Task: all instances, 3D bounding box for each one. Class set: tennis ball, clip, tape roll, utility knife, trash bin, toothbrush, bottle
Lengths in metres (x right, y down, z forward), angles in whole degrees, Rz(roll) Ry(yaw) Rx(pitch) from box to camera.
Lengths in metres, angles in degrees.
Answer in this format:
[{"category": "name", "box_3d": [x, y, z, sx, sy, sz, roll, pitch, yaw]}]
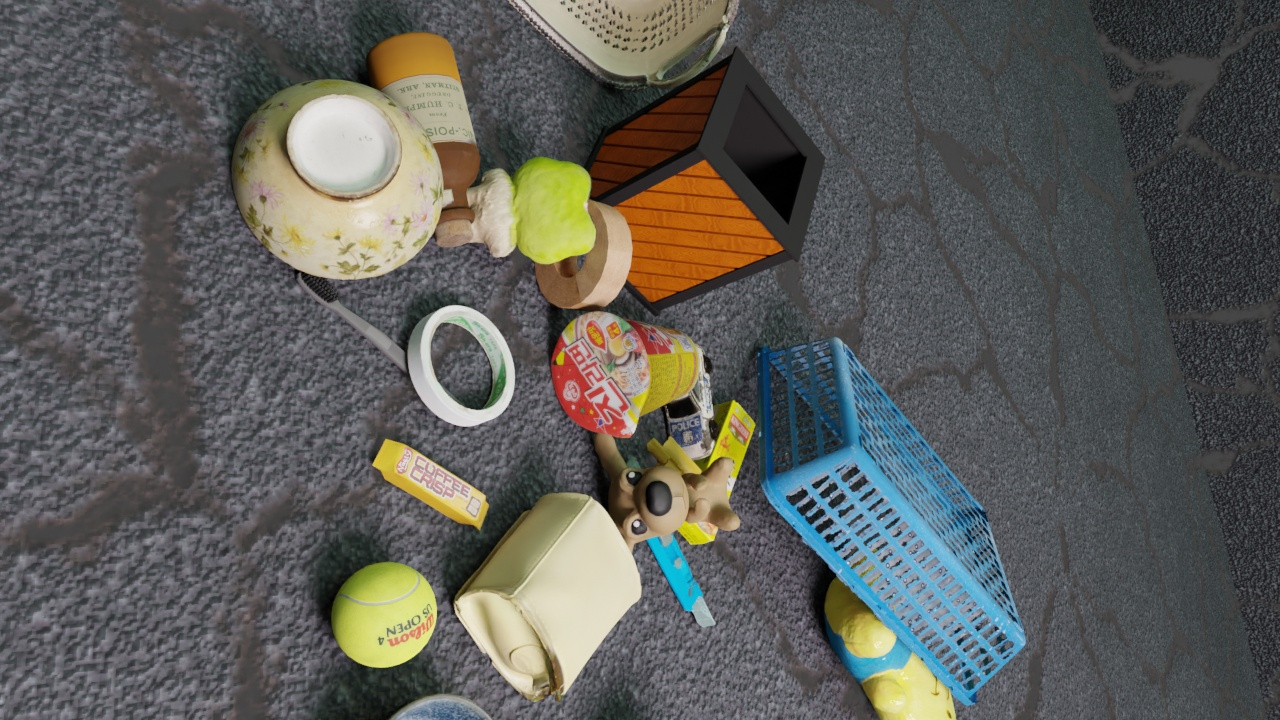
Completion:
[{"category": "tennis ball", "box_3d": [-0.164, 0.163, 0.589, 0.065, 0.065, 0.065, 19, 63, -42]}, {"category": "clip", "box_3d": [0.024, 0.100, 0.846, 0.054, 0.046, 0.047, 49, 11, -24]}, {"category": "tape roll", "box_3d": [-0.136, 0.004, 0.703, 0.093, 0.018, 0.093, 29, 51, -43]}, {"category": "utility knife", "box_3d": [0.024, 0.168, 0.825, 0.031, 0.015, 0.175, -33, 101, -33]}, {"category": "trash bin", "box_3d": [0.049, -0.159, 0.851, 0.139, 0.172, 0.139, 42, 49, -28]}, {"category": "toothbrush", "box_3d": [-0.184, -0.008, 0.672, 0.167, 0.013, 0.012, 47, 46, -28]}, {"category": "tape roll", "box_3d": [-0.050, -0.090, 0.780, 0.027, 0.094, 0.094, 7, 71, -45]}, {"category": "bottle", "box_3d": [-0.162, -0.166, 0.709, 0.067, 0.068, 0.157, -10, 83, -48]}]

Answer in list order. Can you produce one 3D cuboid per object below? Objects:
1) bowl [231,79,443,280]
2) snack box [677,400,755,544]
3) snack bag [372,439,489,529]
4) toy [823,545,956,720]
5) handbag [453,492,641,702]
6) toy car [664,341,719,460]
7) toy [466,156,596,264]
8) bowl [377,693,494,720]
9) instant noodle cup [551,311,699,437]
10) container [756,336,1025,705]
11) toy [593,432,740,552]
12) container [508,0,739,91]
[{"category": "bowl", "box_3d": [-0.201, -0.133, 0.618, 0.145, 0.063, 0.145, 4, 78, -18]}, {"category": "snack box", "box_3d": [0.070, 0.106, 0.885, 0.040, 0.029, 0.147, 47, 47, -25]}, {"category": "snack bag", "box_3d": [-0.149, 0.091, 0.666, 0.099, 0.020, 0.026, 40, 49, -30]}, {"category": "toy", "box_3d": [0.264, 0.320, 0.968, 0.214, 0.084, 0.148, 56, 25, -19]}, {"category": "handbag", "box_3d": [-0.066, 0.177, 0.683, 0.119, 0.081, 0.111, -49, 119, -46]}, {"category": "toy car", "box_3d": [0.043, 0.038, 0.865, 0.040, 0.049, 0.112, 10, 69, -49]}, {"category": "toy", "box_3d": [-0.096, -0.120, 0.747, 0.043, 0.118, 0.092, 79, 6, -79]}, {"category": "bowl", "box_3d": [-0.144, 0.270, 0.576, 0.114, 0.061, 0.114, 21, 60, -42]}, {"category": "instant noodle cup", "box_3d": [-0.005, 0.005, 0.802, 0.112, 0.101, 0.100, -10, 83, -56]}, {"category": "container", "box_3d": [0.264, 0.148, 0.955, 0.362, 0.089, 0.256, 46, 26, -21]}, {"category": "toy", "box_3d": [0.023, 0.118, 0.771, 0.108, 0.106, 0.134, -2, 77, -14]}, {"category": "container", "box_3d": [-0.027, -0.389, 0.856, 0.251, 0.185, 0.143, 36, 43, -32]}]
